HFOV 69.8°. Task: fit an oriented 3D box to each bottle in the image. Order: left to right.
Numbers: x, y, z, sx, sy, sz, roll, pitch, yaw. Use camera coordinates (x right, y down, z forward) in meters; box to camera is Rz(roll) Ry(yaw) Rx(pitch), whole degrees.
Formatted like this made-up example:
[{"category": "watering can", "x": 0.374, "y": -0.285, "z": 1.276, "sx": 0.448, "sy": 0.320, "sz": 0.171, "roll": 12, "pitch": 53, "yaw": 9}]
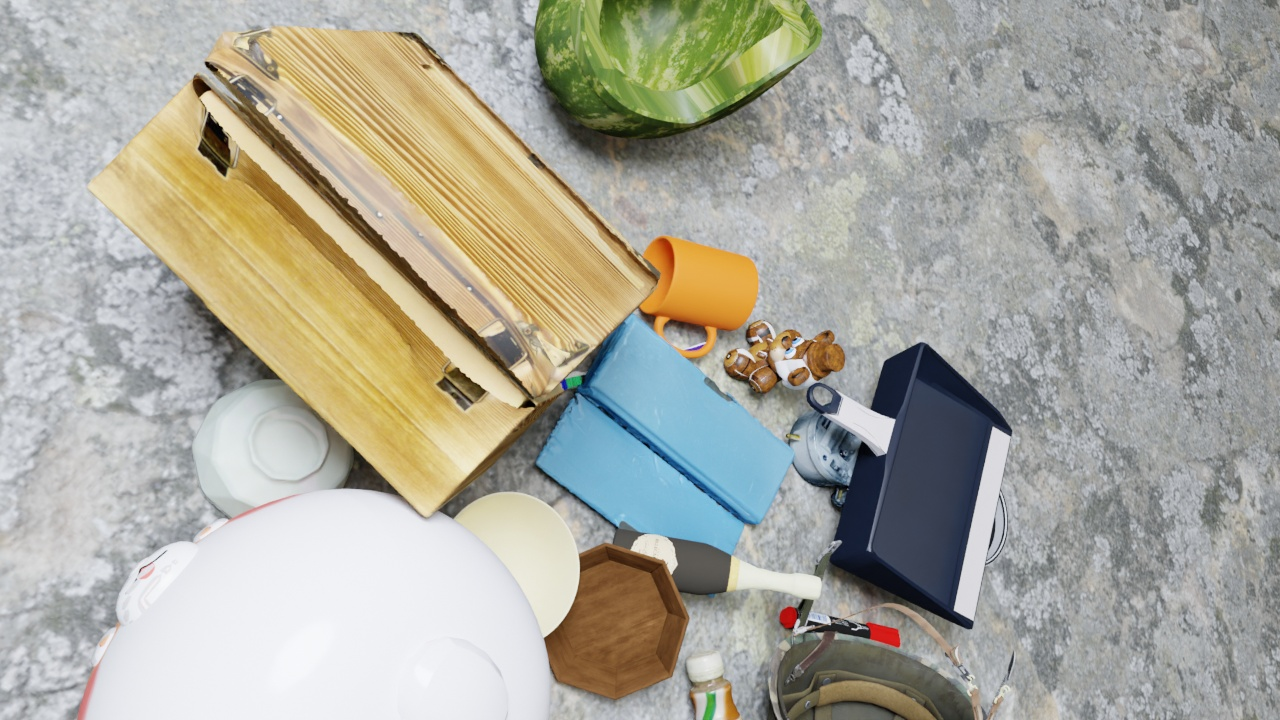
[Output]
[{"category": "bottle", "x": 0.066, "y": 0.185, "z": 0.804, "sx": 0.184, "sy": 0.045, "sz": 0.045, "roll": 9, "pitch": 69, "yaw": 4}, {"category": "bottle", "x": 0.074, "y": 0.342, "z": 0.808, "sx": 0.059, "sy": 0.059, "sz": 0.167, "roll": -8, "pitch": 81, "yaw": -32}]

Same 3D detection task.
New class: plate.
[{"category": "plate", "x": -0.024, "y": 0.216, "z": 0.774, "sx": 0.131, "sy": 0.025, "sz": 0.131, "roll": 0, "pitch": 91, "yaw": 4}]

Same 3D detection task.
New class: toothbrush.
[{"category": "toothbrush", "x": -0.005, "y": 0.005, "z": 0.883, "sx": 0.186, "sy": 0.015, "sz": 0.016, "roll": -12, "pitch": 84, "yaw": -33}]

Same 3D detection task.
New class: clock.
[{"category": "clock", "x": 0.211, "y": 0.099, "z": 0.962, "sx": 0.129, "sy": 0.052, "sz": 0.090, "roll": 45, "pitch": 59, "yaw": -11}]

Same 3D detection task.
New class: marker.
[{"category": "marker", "x": 0.203, "y": 0.270, "z": 0.927, "sx": 0.145, "sy": 0.021, "sz": 0.023, "roll": 19, "pitch": 75, "yaw": -25}]

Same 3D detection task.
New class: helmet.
[{"category": "helmet", "x": 0.022, "y": -0.322, "z": 0.859, "sx": 0.213, "sy": 0.247, "sz": 0.242, "roll": 58, "pitch": 16, "yaw": -24}, {"category": "helmet", "x": 0.210, "y": 0.308, "z": 0.814, "sx": 0.223, "sy": 0.193, "sz": 0.237, "roll": -21, "pitch": 125, "yaw": -41}]

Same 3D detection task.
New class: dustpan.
[{"category": "dustpan", "x": 0.265, "y": 0.100, "z": 0.909, "sx": 0.273, "sy": 0.080, "sz": 0.235, "roll": 27, "pitch": 65, "yaw": -10}]

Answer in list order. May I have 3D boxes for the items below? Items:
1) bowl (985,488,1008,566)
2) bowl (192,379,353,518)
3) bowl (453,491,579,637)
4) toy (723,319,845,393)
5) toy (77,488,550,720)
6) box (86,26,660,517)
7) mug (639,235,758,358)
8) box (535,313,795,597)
[{"category": "bowl", "x": 0.336, "y": 0.168, "z": 1.007, "sx": 0.120, "sy": 0.067, "sz": 0.120, "roll": 9, "pitch": 72, "yaw": -28}, {"category": "bowl", "x": -0.268, "y": 0.066, "z": 0.685, "sx": 0.117, "sy": 0.061, "sz": 0.117, "roll": 8, "pitch": 73, "yaw": -29}, {"category": "bowl", "x": -0.118, "y": 0.169, "z": 0.735, "sx": 0.117, "sy": 0.074, "sz": 0.118, "roll": 9, "pitch": 72, "yaw": -28}, {"category": "toy", "x": 0.149, "y": -0.003, "z": 0.923, "sx": 0.067, "sy": 0.113, "sz": 0.087, "roll": 53, "pitch": 56, "yaw": -21}, {"category": "toy", "x": -0.202, "y": 0.206, "z": 0.559, "sx": 0.262, "sy": 0.281, "sz": 0.266, "roll": -54, "pitch": 125, "yaw": -29}, {"category": "box", "x": -0.149, "y": -0.078, "z": 0.615, "sx": 0.221, "sy": 0.258, "sz": 0.279, "roll": -44, "pitch": 91, "yaw": 2}, {"category": "mug", "x": 0.053, "y": -0.058, "z": 0.901, "sx": 0.095, "sy": 0.078, "sz": 0.112, "roll": 10, "pitch": 84, "yaw": -28}, {"category": "box", "x": 0.030, "y": 0.092, "z": 0.863, "sx": 0.231, "sy": 0.034, "sz": 0.174, "roll": 39, "pitch": 66, "yaw": -20}]
